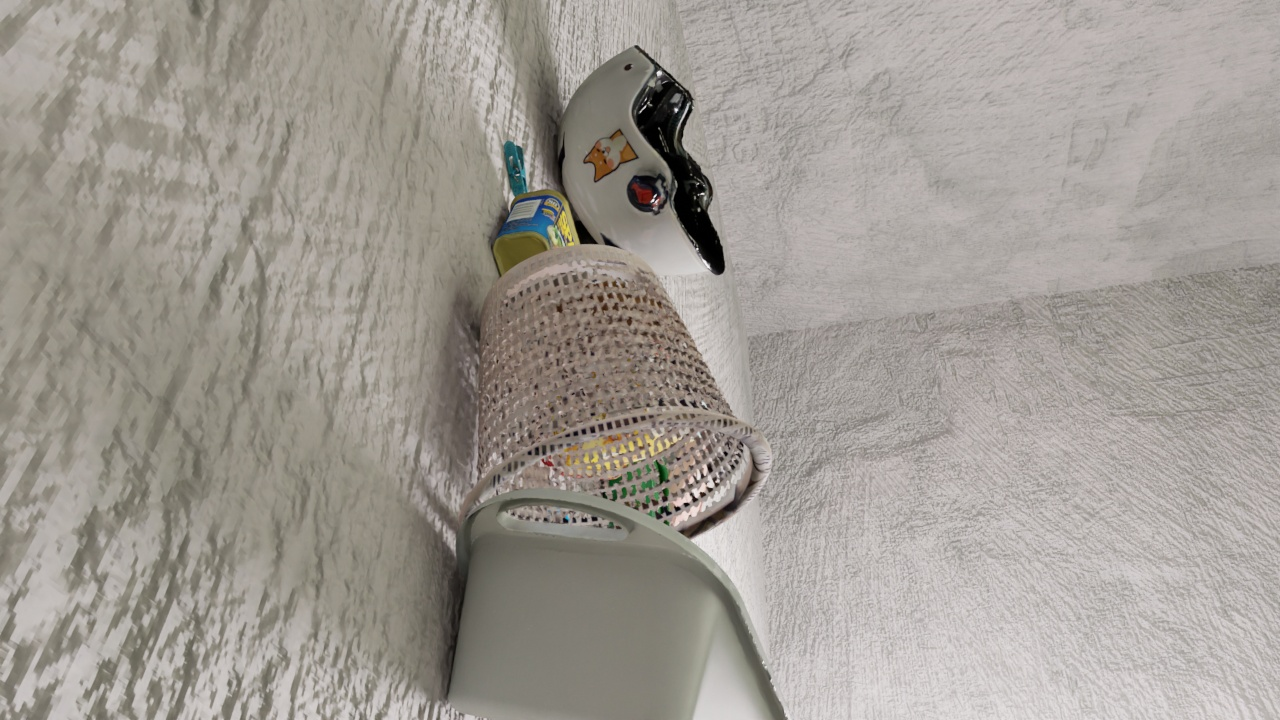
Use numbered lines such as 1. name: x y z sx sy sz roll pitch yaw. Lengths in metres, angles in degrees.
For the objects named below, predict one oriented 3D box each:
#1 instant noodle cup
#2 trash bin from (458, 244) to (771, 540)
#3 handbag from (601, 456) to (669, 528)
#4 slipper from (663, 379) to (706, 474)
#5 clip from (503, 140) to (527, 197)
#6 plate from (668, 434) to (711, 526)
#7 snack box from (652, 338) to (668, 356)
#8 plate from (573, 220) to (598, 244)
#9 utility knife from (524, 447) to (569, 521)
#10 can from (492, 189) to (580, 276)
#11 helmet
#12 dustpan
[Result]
1. instant noodle cup: -0.020 0.046 0.854 0.116 0.124 0.116 14 67 -51
2. trash bin: -0.035 0.027 0.702 0.228 0.227 0.192 65 8 -57
3. handbag: -0.008 0.151 1.063 0.120 0.068 0.131 70 17 -56
4. slipper: 0.043 0.119 1.321 0.104 0.074 0.244 81 24 -55
5. clip: -0.119 -0.181 0.878 0.038 0.013 0.055 -9 89 -79
6. plate: 0.052 0.210 1.222 0.229 0.028 0.229 16 89 -76
7. snack box: -0.006 0.006 1.088 0.081 0.091 0.080 -59 152 -70
8. plate: -0.053 -0.084 1.121 0.179 0.024 0.179 -7 89 -79
9. utility knife: -0.078 0.142 0.845 0.034 0.018 0.216 -98 174 -54
10. can: -0.092 -0.092 0.842 0.083 0.057 0.102 -79 158 -54
11. helmet: -0.010 -0.215 1.068 0.229 0.157 0.274 -33 109 -72
12. dustpan: -0.014 0.187 0.634 0.257 0.223 0.142 42 53 -58
